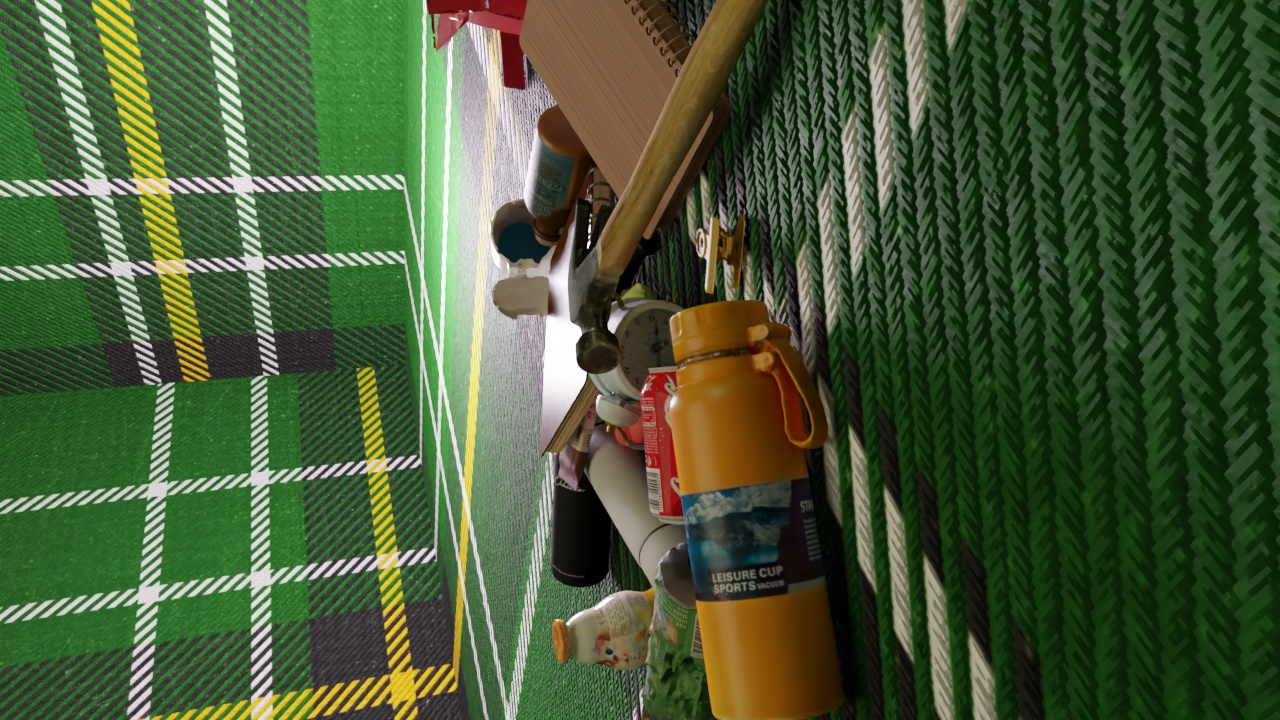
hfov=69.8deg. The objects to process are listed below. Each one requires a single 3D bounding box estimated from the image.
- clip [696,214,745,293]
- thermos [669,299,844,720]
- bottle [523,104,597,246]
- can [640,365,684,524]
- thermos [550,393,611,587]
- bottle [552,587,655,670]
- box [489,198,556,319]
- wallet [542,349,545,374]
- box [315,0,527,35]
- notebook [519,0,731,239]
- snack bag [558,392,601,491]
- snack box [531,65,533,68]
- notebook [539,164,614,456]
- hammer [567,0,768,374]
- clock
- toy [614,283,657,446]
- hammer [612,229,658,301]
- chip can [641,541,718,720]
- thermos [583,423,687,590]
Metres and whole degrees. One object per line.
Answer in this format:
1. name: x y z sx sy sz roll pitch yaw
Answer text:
1. clip: 0.049 -0.074 0.611 0.050 0.044 0.054 24 122 41
2. thermos: 0.070 0.082 0.533 0.076 0.091 0.232 28 -127 -74
3. bottle: -0.079 -0.172 0.905 0.157 0.067 0.067 113 147 -54
4. can: 0.035 0.055 0.628 0.064 0.064 0.105 176 89 -72
5. thermos: -0.056 0.116 0.919 0.061 0.061 0.232 -127 36 -58
6. bottle: -0.015 0.221 0.749 0.063 0.109 0.063 176 91 -71
7. box: -0.126 -0.103 1.009 0.137 0.083 0.143 134 139 -82
8. wallet: -0.097 0.044 1.078 0.086 0.032 0.116 -120 27 -73
9. box: -0.283 -0.400 0.774 0.141 0.509 0.215 7 103 55
10. notebook: -0.020 -0.218 0.679 0.210 0.022 0.169 58 154 13
11. snack bag: -0.049 0.034 0.829 0.057 0.013 0.158 19 97 66
12. snack box: -0.041 -0.274 0.754 0.082 0.027 0.151 37 150 4
13. notebook: -0.057 -0.045 0.829 0.168 0.024 0.225 124 151 -55
14. hammer: 0.023 -0.146 0.564 0.132 0.033 0.332 -99 30 -42
15. clock: 0.004 0.008 0.684 0.057 0.083 0.117 -176 83 -65
16. toy: -0.005 0.004 0.760 0.092 0.045 0.135 174 97 -74
17. hammer: -0.040 -0.044 0.888 0.324 0.029 0.127 123 139 -60
18. chip can: 0.037 0.234 0.653 0.075 0.075 0.224 -126 36 -57
19. thermos: 0.001 0.122 0.764 0.224 0.052 0.052 -132 41 -61
